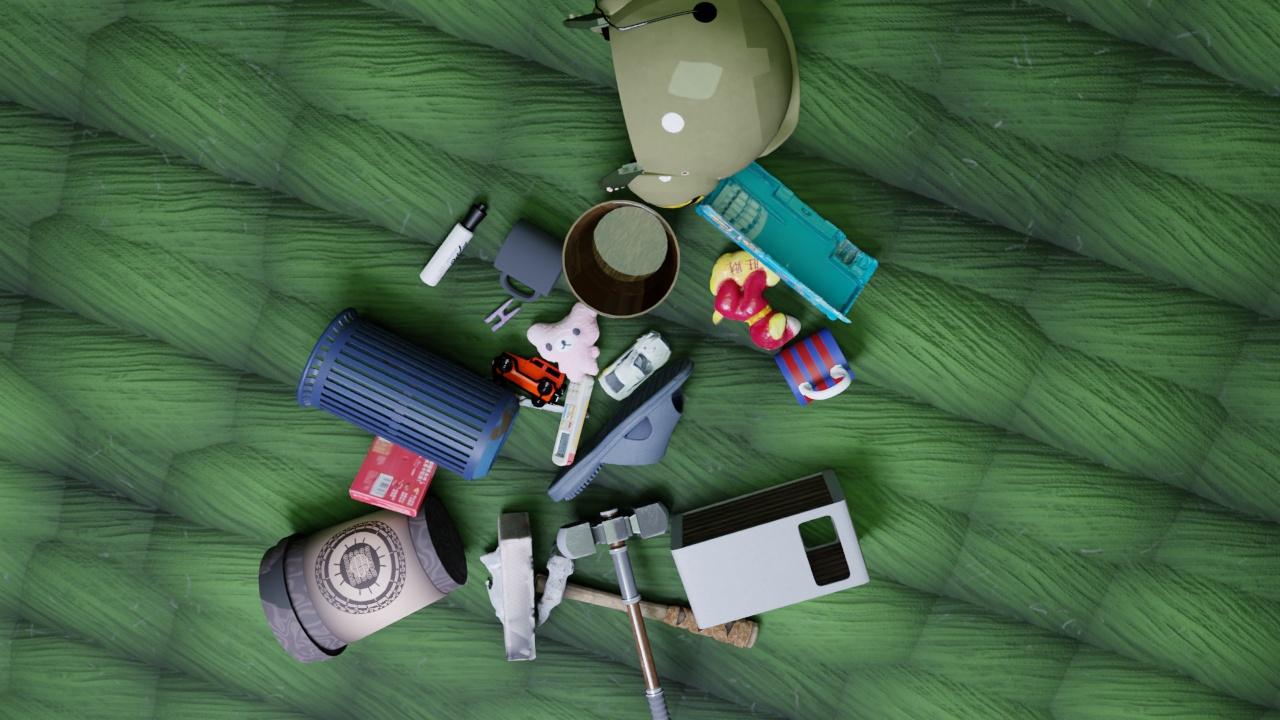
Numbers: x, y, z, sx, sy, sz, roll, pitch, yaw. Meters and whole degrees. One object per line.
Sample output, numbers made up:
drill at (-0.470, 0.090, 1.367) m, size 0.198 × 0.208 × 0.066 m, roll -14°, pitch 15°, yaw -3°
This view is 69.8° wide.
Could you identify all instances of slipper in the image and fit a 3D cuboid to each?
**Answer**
slipper at (-0.011, 0.109, 1.195) m, size 0.082 × 0.101 × 0.264 m, roll 44°, pitch 105°, yaw -6°

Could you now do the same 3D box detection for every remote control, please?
remote control at (-0.090, 0.077, 1.205) m, size 0.018 × 0.038 × 0.125 m, roll 16°, pitch 85°, yaw -33°

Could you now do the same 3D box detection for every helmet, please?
helmet at (0.055, -0.300, 1.000) m, size 0.233 × 0.255 × 0.250 m, roll -10°, pitch 103°, yaw 8°

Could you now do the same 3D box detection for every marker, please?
marker at (-0.239, -0.151, 1.182) m, size 0.025 × 0.025 × 0.126 m, roll 38°, pitch 103°, yaw -6°

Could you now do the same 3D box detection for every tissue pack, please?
tissue pack at (-0.178, 0.307, 1.255) m, size 0.071 × 0.104 × 0.181 m, roll -6°, pitch 106°, yaw -11°

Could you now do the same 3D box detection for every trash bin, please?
trash bin at (-0.288, 0.049, 1.172) m, size 0.249 × 0.139 × 0.139 m, roll 26°, pitch 103°, yaw -2°
trash bin at (0.167, 0.246, 1.208) m, size 0.229 × 0.114 × 0.114 m, roll -18°, pitch 102°, yaw 7°

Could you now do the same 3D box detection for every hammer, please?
hammer at (0.007, 0.348, 1.281) m, size 0.319 × 0.049 × 0.122 m, roll 14°, pitch 106°, yaw -2°
hammer at (-0.003, 0.357, 1.228) m, size 0.156 × 0.043 × 0.322 m, roll -14°, pitch 89°, yaw -11°

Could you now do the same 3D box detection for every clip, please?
clip at (-0.179, -0.058, 1.208) m, size 0.053 × 0.013 × 0.037 m, roll -23°, pitch 100°, yaw 11°

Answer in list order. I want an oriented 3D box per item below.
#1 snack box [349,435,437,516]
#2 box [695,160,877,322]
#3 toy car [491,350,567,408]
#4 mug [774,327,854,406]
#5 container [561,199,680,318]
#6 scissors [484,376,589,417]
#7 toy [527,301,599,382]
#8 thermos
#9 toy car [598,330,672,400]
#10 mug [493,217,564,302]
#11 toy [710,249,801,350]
snack box at (-0.314, 0.133, 1.208) m, size 0.089 × 0.132 × 0.021 m, roll 17°, pitch 143°, yaw 0°
box at (0.170, -0.133, 1.107) m, size 0.227 × 0.171 × 0.084 m, roll 37°, pitch 132°, yaw -6°
toy car at (-0.146, 0.021, 1.204) m, size 0.100 × 0.051 × 0.048 m, roll 30°, pitch 60°, yaw -3°
mug at (0.223, 0.016, 1.152) m, size 0.076 × 0.111 × 0.075 m, roll -29°, pitch 116°, yaw 9°
container at (-0.018, -0.131, 1.101) m, size 0.132 × 0.167 × 0.132 m, roll 1°, pitch 103°, yaw 3°
scissors at (-0.151, 0.047, 1.230) m, size 0.172 × 0.014 × 0.090 m, roll -8°, pitch 105°, yaw 8°
toy at (-0.089, -0.020, 1.188) m, size 0.099 × 0.052 × 0.096 m, roll -25°, pitch 83°, yaw 10°
thermos at (-0.362, 0.283, 1.227) m, size 0.226 × 0.172 × 0.173 m, roll -23°, pitch 101°, yaw 2°
toy car at (-0.007, 0.007, 1.204) m, size 0.105 × 0.033 × 0.048 m, roll -42°, pitch 96°, yaw 10°
mug at (-0.141, -0.119, 1.168) m, size 0.077 × 0.071 × 0.105 m, roll 30°, pitch 130°, yaw -4°
toy at (0.139, -0.074, 1.162) m, size 0.105 × 0.067 × 0.137 m, roll -29°, pitch 94°, yaw 6°
